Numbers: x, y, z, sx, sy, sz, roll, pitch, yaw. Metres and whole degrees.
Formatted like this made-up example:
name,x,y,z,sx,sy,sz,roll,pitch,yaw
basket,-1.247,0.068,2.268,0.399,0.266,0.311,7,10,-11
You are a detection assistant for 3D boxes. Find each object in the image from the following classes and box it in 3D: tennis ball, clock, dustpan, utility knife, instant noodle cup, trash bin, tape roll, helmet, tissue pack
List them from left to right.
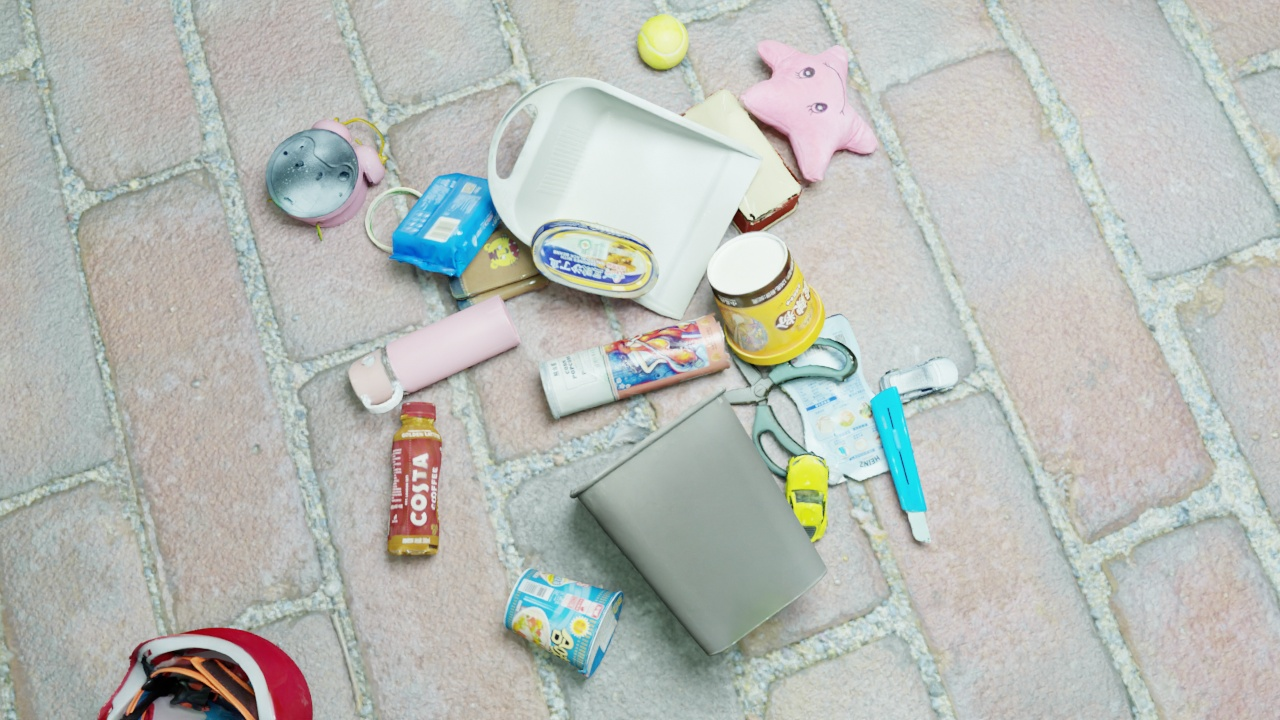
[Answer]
name,x,y,z,sx,sy,sz,roll,pitch,yaw
helmet,-0.449,0.397,0.976,0.207,0.144,0.240,26,94,8
clock,-0.387,-0.238,1.148,0.117,0.060,0.158,37,84,10
tape roll,-0.302,-0.176,1.153,0.086,0.014,0.085,-1,78,2
tissue pack,-0.227,-0.166,1.109,0.095,0.052,0.156,15,57,19
instant noodle cup,-0.088,0.281,1.009,0.110,0.099,0.099,19,79,13
dustpan,-0.035,-0.197,1.053,0.258,0.142,0.223,30,105,14
tennis ball,0.028,-0.402,1.159,0.065,0.065,0.065,-1,78,2
trash bin,0.064,0.172,0.979,0.198,0.199,0.219,-34,85,-3
instant noodle cup,0.137,-0.075,1.037,0.119,0.114,0.118,-16,47,17
utility knife,0.296,0.119,1.032,0.034,0.018,0.178,-15,86,1

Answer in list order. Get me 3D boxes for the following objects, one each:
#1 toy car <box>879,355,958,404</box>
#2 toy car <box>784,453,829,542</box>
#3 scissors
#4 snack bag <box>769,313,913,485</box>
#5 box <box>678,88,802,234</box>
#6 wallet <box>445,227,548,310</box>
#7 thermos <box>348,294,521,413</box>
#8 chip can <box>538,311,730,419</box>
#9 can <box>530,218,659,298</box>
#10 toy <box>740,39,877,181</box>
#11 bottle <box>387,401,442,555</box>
name,x,y,z,sx,sy,sz,roll,pitch,yaw
toy car,0.327,0.022,1.072,0.090,0.034,0.043,-15,74,-2
toy car,0.187,0.156,1.031,0.048,0.032,0.105,0,107,6
scissors,0.175,0.059,1.056,0.171,0.019,0.179,-14,85,23
snack bag,0.229,0.048,1.069,0.110,0.039,0.191,-22,81,-5
box,0.119,-0.243,1.115,0.091,0.077,0.168,-33,79,-4
wallet,-0.180,-0.113,1.126,0.115,0.033,0.090,-20,76,-5
thermos,-0.241,-0.003,1.081,0.198,0.067,0.087,-25,45,-4
chip can,-0.006,0.006,1.071,0.214,0.071,0.071,-16,78,-2
can,-0.052,-0.116,1.048,0.148,0.049,0.075,13,107,-11
toy,0.201,-0.307,1.119,0.178,0.075,0.194,-6,75,-22
bottle,-0.260,0.136,1.062,0.057,0.057,0.174,-1,78,2
